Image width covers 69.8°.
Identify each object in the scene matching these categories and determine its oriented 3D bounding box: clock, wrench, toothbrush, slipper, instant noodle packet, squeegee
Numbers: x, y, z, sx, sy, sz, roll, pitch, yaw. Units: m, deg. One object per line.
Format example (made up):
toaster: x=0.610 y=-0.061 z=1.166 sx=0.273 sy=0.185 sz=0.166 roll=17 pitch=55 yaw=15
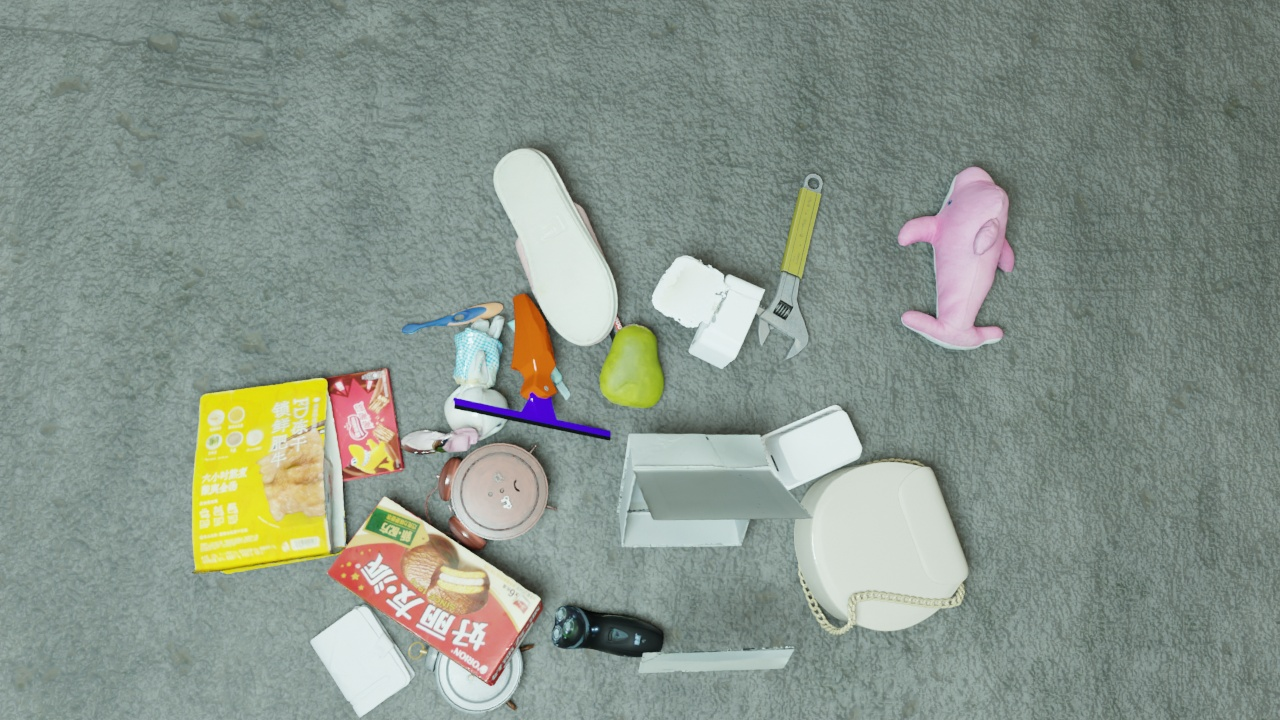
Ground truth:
clock: x=-0.211 y=0.371 z=1.122 sx=0.148 sy=0.056 sz=0.103 roll=17 pitch=77 yaw=-7
wrench: x=0.218 y=-0.135 z=1.285 sx=0.083 sy=0.018 sz=0.273 roll=17 pitch=79 yaw=-5
clock: x=-0.191 y=0.169 z=1.149 sx=0.157 sy=0.072 sz=0.120 roll=-17 pitch=84 yaw=-11
toothbrush: x=-0.247 y=-0.054 z=1.209 sx=0.135 sy=0.017 sz=0.021 roll=-15 pitch=87 yaw=-13
slipper: x=-0.109 y=-0.150 z=1.210 sx=0.114 sy=0.054 sz=0.274 roll=-22 pitch=92 yaw=15
instant noodle packet: x=-0.451 y=0.138 z=1.113 sx=0.163 sy=0.084 sz=0.221 roll=-9 pitch=77 yaw=2
squeegee: x=-0.136 y=-0.005 z=1.162 sx=0.249 sy=0.055 sz=0.184 roll=17 pitch=48 yaw=-44

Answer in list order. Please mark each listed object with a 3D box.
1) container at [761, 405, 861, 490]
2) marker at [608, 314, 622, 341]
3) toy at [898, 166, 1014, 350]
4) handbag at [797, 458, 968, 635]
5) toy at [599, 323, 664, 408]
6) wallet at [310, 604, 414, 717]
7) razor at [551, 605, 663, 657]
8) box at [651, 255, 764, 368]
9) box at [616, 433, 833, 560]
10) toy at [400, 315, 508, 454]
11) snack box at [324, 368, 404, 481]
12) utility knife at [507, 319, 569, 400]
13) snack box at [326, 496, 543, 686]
container: x=0.234 y=0.115 z=1.230 sx=0.129 sy=0.049 sz=0.080 roll=-22 pitch=84 yaw=-11
marker: x=-0.053 y=-0.088 z=1.237 sx=0.023 sy=0.021 sz=0.145 roll=-24 pitch=85 yaw=-4
toy: x=0.457 y=-0.148 z=1.268 sx=0.186 sy=0.128 sz=0.265 roll=11 pitch=85 yaw=-10
handbag: x=0.312 y=0.239 z=1.195 sx=0.208 sy=0.103 sz=0.210 roll=-18 pitch=85 yaw=-14
toy: x=-0.007 y=0.007 z=1.207 sx=0.090 sy=0.051 sz=0.110 roll=9 pitch=95 yaw=-14
wallet: x=-0.339 y=0.365 z=1.118 sx=0.086 sy=0.032 sz=0.116 roll=-38 pitch=88 yaw=-10
razor: x=-0.040 y=0.341 z=1.147 sx=0.140 sy=0.064 sz=0.053 roll=10 pitch=80 yaw=-5
box: x=0.077 y=-0.069 z=1.202 sx=0.137 sy=0.124 sz=0.108 roll=22 pitch=79 yaw=-2
box: x=0.075 y=0.152 z=1.038 sx=0.167 sy=0.369 sz=0.150 roll=0 pitch=83 yaw=-8
toy: x=-0.212 y=0.037 z=1.172 sx=0.105 sy=0.131 sz=0.205 roll=31 pitch=65 yaw=-33
snack box: x=-0.355 y=0.082 z=1.166 sx=0.089 sy=0.021 sz=0.133 roll=-10 pitch=83 yaw=-9
utility knife: x=-0.131 y=-0.003 z=1.216 sx=0.022 sy=0.015 sz=0.129 roll=-34 pitch=89 yaw=-8
snack box: x=-0.244 y=0.275 z=1.098 sx=0.236 sy=0.060 sz=0.113 roll=30 pitch=68 yaw=12
